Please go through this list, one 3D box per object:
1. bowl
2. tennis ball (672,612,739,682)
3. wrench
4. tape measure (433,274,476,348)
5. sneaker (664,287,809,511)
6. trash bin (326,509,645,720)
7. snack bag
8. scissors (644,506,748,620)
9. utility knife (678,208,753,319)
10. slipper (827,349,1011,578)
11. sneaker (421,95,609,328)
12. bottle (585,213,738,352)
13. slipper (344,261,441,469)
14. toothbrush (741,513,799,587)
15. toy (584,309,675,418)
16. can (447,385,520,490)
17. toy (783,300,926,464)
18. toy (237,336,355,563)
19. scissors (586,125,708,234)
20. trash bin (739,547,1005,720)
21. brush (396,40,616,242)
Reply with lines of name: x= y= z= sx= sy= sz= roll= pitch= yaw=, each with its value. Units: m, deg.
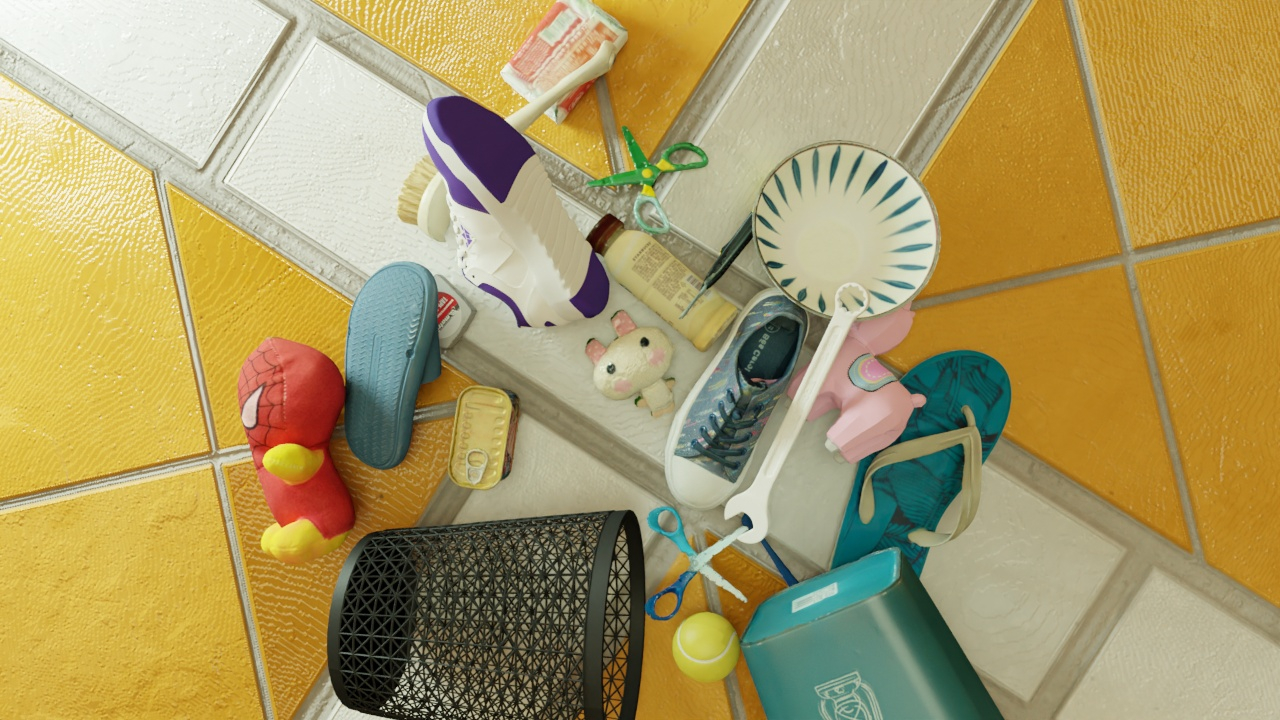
bowl: x=0.188 y=-0.114 z=0.878 sx=0.177 sy=0.071 sz=0.177 roll=1 pitch=77 yaw=-4
tennis ball: x=0.063 y=0.277 z=0.887 sx=0.065 sy=0.065 sz=0.065 roll=0 pitch=89 yaw=3
wrench: x=0.143 y=0.053 z=0.846 sx=0.047 sy=0.009 sz=0.274 roll=30 pitch=112 yaw=22
tape measure: x=-0.203 y=-0.047 z=0.930 sx=0.062 sy=0.020 sz=0.060 roll=43 pitch=97 yaw=4
sneaker: x=0.089 y=0.041 z=0.871 sx=0.087 sy=0.079 sz=0.236 roll=25 pitch=101 yaw=0
trash bin: x=-0.133 y=0.242 z=0.835 sx=0.243 sy=0.217 sz=0.217 roll=0 pitch=89 yaw=10
snack bag: x=-0.077 y=-0.305 z=0.920 sx=0.077 sy=0.036 sz=0.116 roll=39 pitch=91 yaw=2
scissors: x=0.048 y=0.203 z=0.899 sx=0.127 sy=0.014 sz=0.133 roll=33 pitch=80 yaw=16
utility knife: x=0.093 y=-0.111 z=0.879 sx=0.020 sy=0.029 sz=0.202 roll=34 pitch=69 yaw=7
slipper: x=0.264 y=0.122 z=0.883 sx=0.118 sy=0.060 sz=0.295 roll=24 pitch=90 yaw=7
sneaker: x=-0.138 y=-0.129 z=0.871 sx=0.111 sy=0.091 sz=0.244 roll=-21 pitch=113 yaw=35
bottle: x=0.018 y=-0.079 z=0.901 sx=0.162 sy=0.056 sz=0.056 roll=40 pitch=91 yaw=3
slipper: x=-0.246 y=0.004 z=0.911 sx=0.104 sy=0.059 sz=0.214 roll=21 pitch=105 yaw=25
toothbrush: x=0.158 y=0.229 z=0.908 sx=0.016 sy=0.017 sz=0.190 roll=-35 pitch=89 yaw=9
toy: x=-0.005 y=0.005 z=0.907 sx=0.087 sy=0.050 sz=0.112 roll=-36 pitch=82 yaw=2
can: x=-0.152 y=0.075 z=0.906 sx=0.054 sy=0.059 sz=0.100 roll=9 pitch=89 yaw=3
toy: x=0.215 y=0.013 z=0.874 sx=0.157 sy=0.067 sz=0.123 roll=-44 pitch=58 yaw=1
toy: x=-0.333 y=0.083 z=0.886 sx=0.098 sy=0.148 sz=0.216 roll=-5 pitch=87 yaw=-36
scissors: x=0.009 y=-0.181 z=0.915 sx=0.125 sy=0.011 sz=0.131 roll=-11 pitch=73 yaw=-4
trash bin: x=0.208 y=0.304 z=0.807 sx=0.197 sy=0.199 sz=0.218 roll=-27 pitch=85 yaw=15
brush: x=-0.131 y=-0.218 z=0.893 sx=0.272 sy=0.062 sz=0.077 roll=-38 pitch=100 yaw=12
